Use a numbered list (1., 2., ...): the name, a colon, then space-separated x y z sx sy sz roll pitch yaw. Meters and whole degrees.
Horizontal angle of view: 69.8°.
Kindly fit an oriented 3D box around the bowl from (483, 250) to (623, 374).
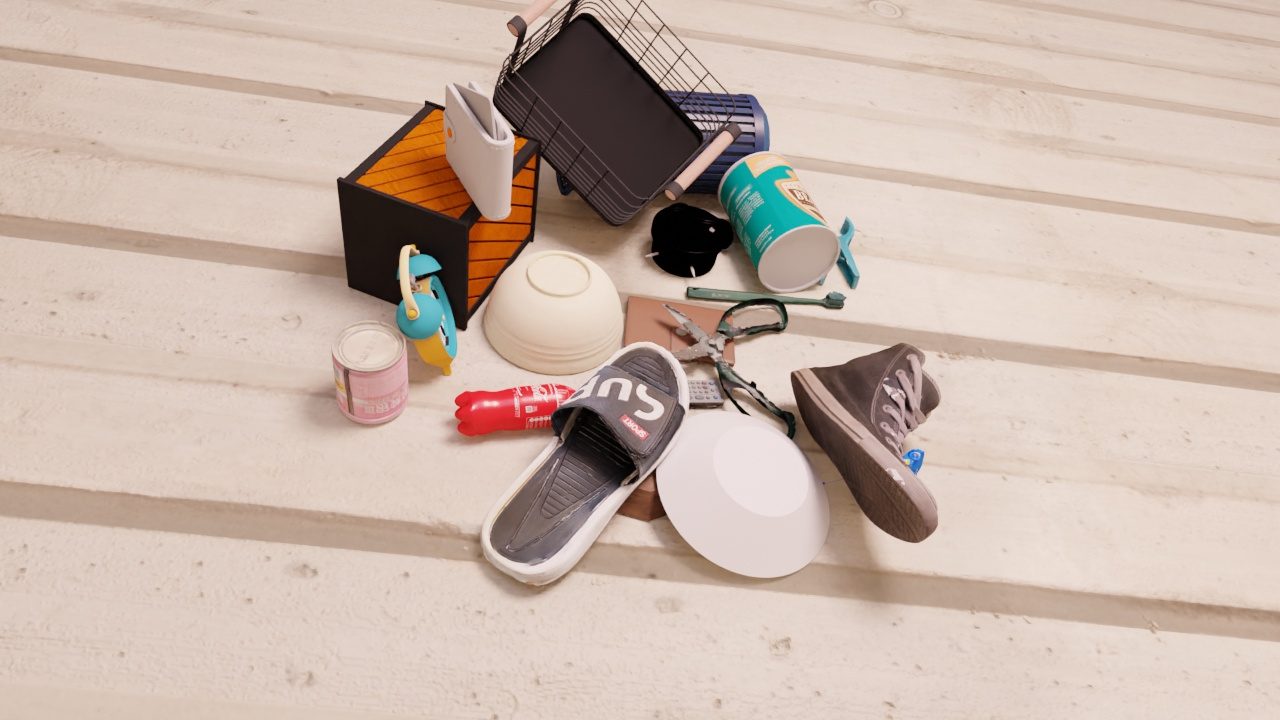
1. bowl: -0.088 -0.064 0.965 0.150 0.075 0.150 5 46 -6

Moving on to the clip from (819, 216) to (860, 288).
1. clip: 0.220 -0.144 1.138 0.120 0.030 0.130 21 45 3

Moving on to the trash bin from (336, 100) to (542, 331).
1. trash bin: -0.209 -0.158 0.983 0.140 0.140 0.171 20 46 8

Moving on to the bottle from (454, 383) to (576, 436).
1. bottle: -0.105 0.045 0.879 0.141 0.042 0.042 -5 48 -16

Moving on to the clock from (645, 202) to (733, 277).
1. clock: 0.060 -0.147 1.096 0.091 0.043 0.120 23 47 11

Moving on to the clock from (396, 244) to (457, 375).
1. clock: -0.207 -0.049 0.890 0.044 0.130 0.099 -13 49 1

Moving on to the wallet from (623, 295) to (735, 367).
1. wallet: 0.043 -0.034 1.003 0.121 0.013 0.087 9 46 -6

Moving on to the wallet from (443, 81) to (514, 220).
1. wallet: -0.153 -0.213 0.866 0.037 0.115 0.118 -16 52 -25

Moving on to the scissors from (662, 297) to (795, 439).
1. scissors: 0.117 -0.008 0.984 0.201 0.015 0.205 45 47 15

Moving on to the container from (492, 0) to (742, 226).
1. container: -0.029 -0.280 0.990 0.241 0.130 0.162 45 75 -8

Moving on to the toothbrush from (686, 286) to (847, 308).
1. toothbrush: 0.147 -0.075 1.062 0.189 0.017 0.016 3 47 -9

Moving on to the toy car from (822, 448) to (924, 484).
1. toy car: 0.228 0.109 0.897 0.062 0.033 0.091 30 52 33

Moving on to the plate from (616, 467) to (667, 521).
1. plate: 0.001 0.090 0.868 0.131 0.025 0.131 6 46 -6

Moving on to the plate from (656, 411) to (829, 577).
1. plate: 0.103 0.109 0.839 0.174 0.036 0.173 12 50 -15

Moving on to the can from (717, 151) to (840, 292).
1. can: 0.163 -0.166 1.094 0.099 0.099 0.143 -6 48 -17

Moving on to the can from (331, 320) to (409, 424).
1. can: -0.252 0.012 0.857 0.067 0.076 0.067 6 46 -6

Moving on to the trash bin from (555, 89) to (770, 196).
1. trash bin: 0.027 -0.273 1.145 0.249 0.140 0.139 -1 47 -15

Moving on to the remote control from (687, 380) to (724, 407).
1. remote control: 0.017 0.034 0.934 0.136 0.013 0.033 -1 47 -12

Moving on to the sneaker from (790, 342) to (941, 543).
1. sneaker: 0.237 0.067 0.852 0.120 0.095 0.234 -19 28 -3

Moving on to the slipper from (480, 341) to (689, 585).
1. slipper: -0.042 0.076 0.814 0.111 0.063 0.263 27 62 24
